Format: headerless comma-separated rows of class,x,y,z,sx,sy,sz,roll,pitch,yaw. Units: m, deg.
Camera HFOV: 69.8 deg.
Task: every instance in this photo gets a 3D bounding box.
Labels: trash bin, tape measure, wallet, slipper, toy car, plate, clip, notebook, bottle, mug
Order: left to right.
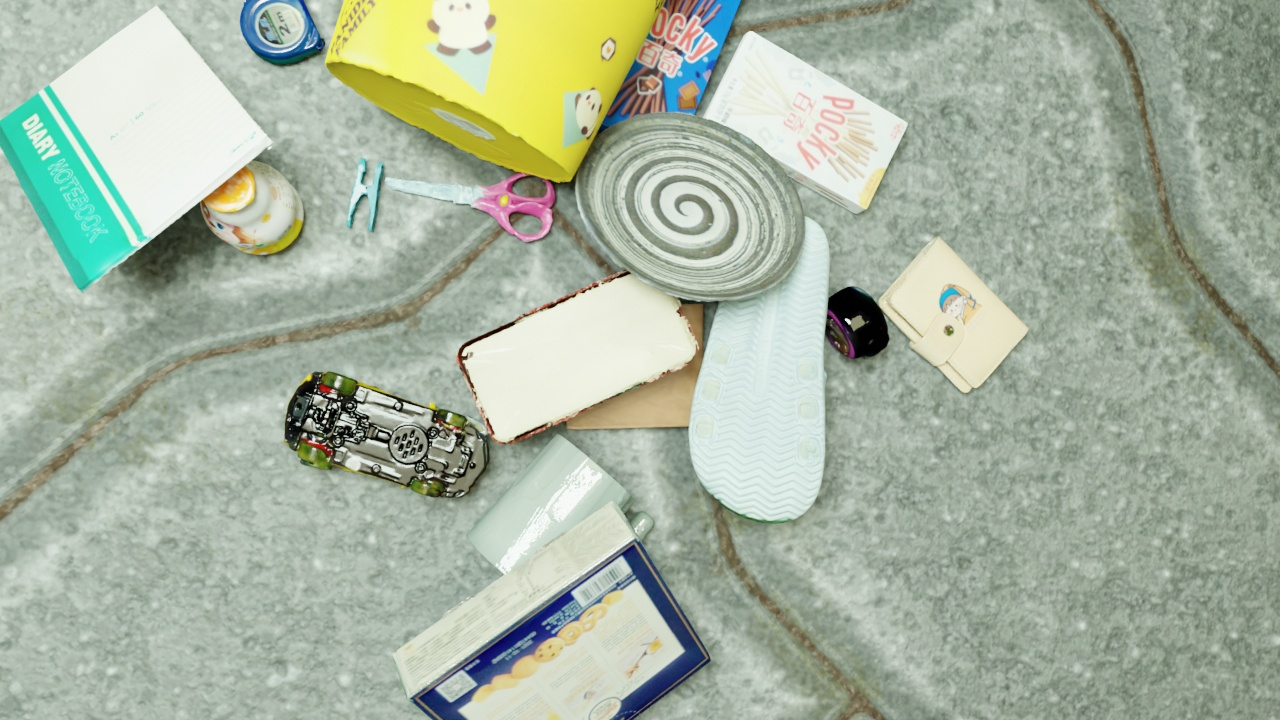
notebook,-0.350,-0.152,0.622,0.150,0.012,0.209,-41,58,-7
bottle,-0.277,-0.111,0.647,0.063,0.108,0.063,0,87,-10
tape measure,-0.272,-0.252,0.693,0.054,0.025,0.058,-25,89,-8
clip,-0.212,-0.128,0.707,0.043,0.014,0.056,9,87,-10
toy car,-0.191,0.058,0.693,0.156,0.041,0.071,18,86,-6
trash bin,-0.082,-0.279,0.635,0.229,0.229,0.255,23,90,-9
mug,-0.055,0.131,0.704,0.103,0.084,0.124,-50,124,-8
wallet,-0.004,0.004,0.739,0.115,0.020,0.101,-1,90,-7
plate,0.038,-0.115,0.690,0.179,0.024,0.179,6,60,-11
slipper,0.099,0.004,0.726,0.104,0.074,0.245,6,83,9
tape measure,0.172,-0.029,0.751,0.039,0.057,0.058,-32,103,-8
wallet,0.266,-0.036,0.785,0.115,0.024,0.087,44,83,-8

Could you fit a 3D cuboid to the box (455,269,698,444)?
box,-0.046,-0.003,0.688,0.168,0.077,0.091,-24,91,-4

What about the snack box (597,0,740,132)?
snack box,0.018,-0.249,0.742,0.084,0.026,0.157,23,85,-9

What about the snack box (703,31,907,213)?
snack box,0.136,-0.196,0.763,0.157,0.027,0.084,27,84,-8

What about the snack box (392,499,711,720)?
snack box,-0.054,0.214,0.664,0.177,0.046,0.183,-34,132,-9

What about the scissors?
scissors,-0.134,-0.130,0.721,0.133,0.017,0.057,10,93,-6
